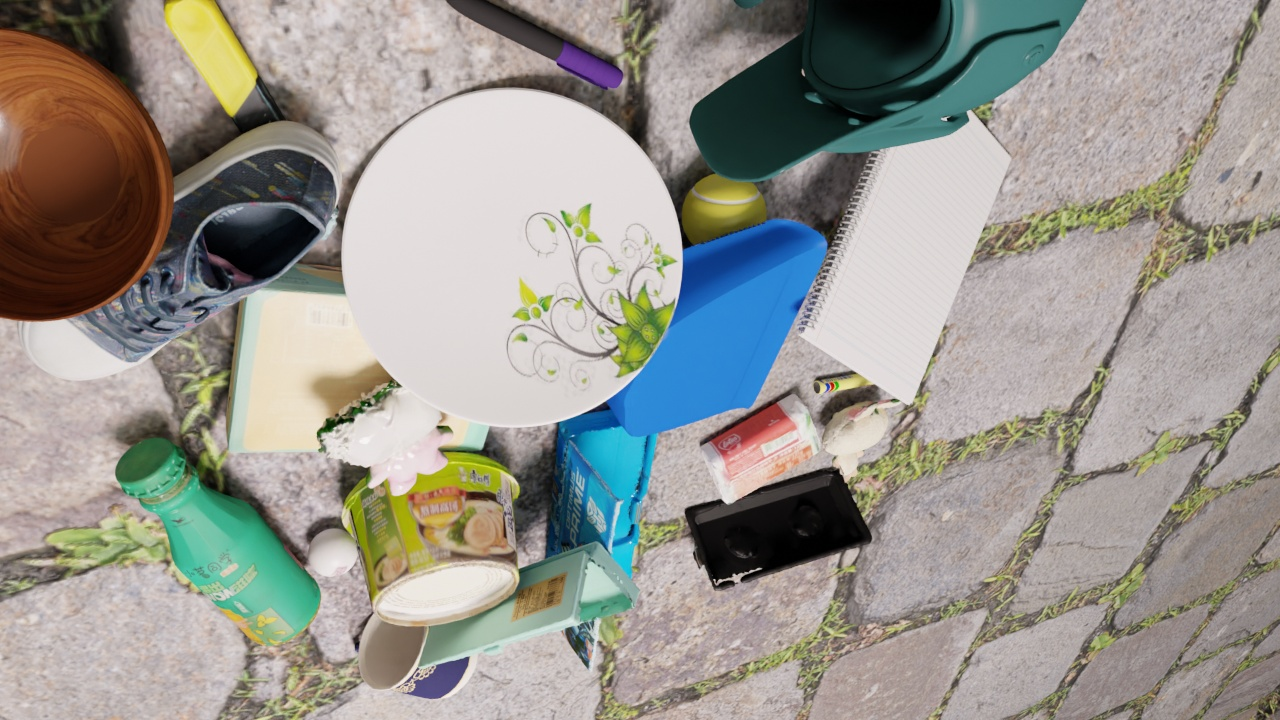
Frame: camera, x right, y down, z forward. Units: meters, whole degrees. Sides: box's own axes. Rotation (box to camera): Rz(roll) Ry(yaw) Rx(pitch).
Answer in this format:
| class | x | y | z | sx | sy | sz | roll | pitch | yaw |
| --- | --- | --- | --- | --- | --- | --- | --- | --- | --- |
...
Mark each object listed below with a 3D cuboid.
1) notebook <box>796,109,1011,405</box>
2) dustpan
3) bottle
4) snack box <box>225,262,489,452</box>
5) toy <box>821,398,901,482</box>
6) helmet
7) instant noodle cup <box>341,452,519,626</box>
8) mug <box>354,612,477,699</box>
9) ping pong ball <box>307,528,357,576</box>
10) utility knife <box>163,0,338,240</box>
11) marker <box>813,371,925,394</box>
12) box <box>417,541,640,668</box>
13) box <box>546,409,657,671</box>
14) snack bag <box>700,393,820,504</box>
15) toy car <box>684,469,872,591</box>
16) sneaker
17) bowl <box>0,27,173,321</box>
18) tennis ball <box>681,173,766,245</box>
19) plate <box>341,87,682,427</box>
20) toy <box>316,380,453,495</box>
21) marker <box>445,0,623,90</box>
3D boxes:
| class | x | y | z | sx | sy | sz | roll | pitch | yaw |
| --- | --- | --- | --- | --- | --- | --- | --- | --- | --- |
| notebook | 0.229 | -0.103 | 0.770 | 0.177 | 0.013 | 0.245 | 27 | 85 | -40 |
| dustpan | -0.004 | 0.004 | 0.725 | 0.257 | 0.059 | 0.246 | -22 | 153 | -22 |
| bottle | -0.322 | 0.141 | 0.706 | 0.068 | 0.068 | 0.210 | -25 | 134 | -8 |
| snack box | -0.195 | 0.004 | 0.678 | 0.193 | 0.044 | 0.142 | 2 | 126 | -30 |
| toy | 0.224 | 0.074 | 0.954 | 0.087 | 0.050 | 0.113 | -20 | 147 | -37 |
| helmet | 0.156 | -0.233 | 0.578 | 0.274 | 0.176 | 0.200 | -26 | 132 | -11 |
| instant noodle cup | -0.166 | 0.151 | 0.753 | 0.146 | 0.097 | 0.146 | -12 | 148 | -8 |
| mug | -0.215 | 0.279 | 0.879 | 0.112 | 0.085 | 0.089 | -13 | 147 | 32 |
| ping pong ball | -0.260 | 0.163 | 0.777 | 0.040 | 0.040 | 0.040 | -15 | 132 | -17 |
| utility knife | -0.229 | -0.141 | 0.558 | 0.029 | 0.020 | 0.173 | -21 | 133 | -1 |
| marker | 0.237 | 0.018 | 0.943 | 0.132 | 0.014 | 0.014 | -9 | 130 | -22 |
| box | -0.102 | 0.227 | 0.786 | 0.189 | 0.092 | 0.077 | -24 | 111 | 32 |
| box | -0.028 | 0.171 | 0.856 | 0.093 | 0.115 | 0.244 | -9 | 130 | -22 |
| snack bag | 0.121 | 0.090 | 0.925 | 0.116 | 0.036 | 0.077 | -30 | 135 | -4 |
| toy car | 0.143 | 0.192 | 0.999 | 0.191 | 0.094 | 0.071 | -13 | 152 | -19 |
| sneaker | -0.281 | -0.053 | 0.551 | 0.236 | 0.079 | 0.087 | -32 | 134 | 9 |
| bowl | -0.320 | -0.099 | 0.497 | 0.147 | 0.069 | 0.147 | -1 | 104 | -4 |
| tennis ball | 0.064 | -0.112 | 0.707 | 0.065 | 0.065 | 0.065 | -15 | 132 | -17 |
| plate | -0.086 | -0.069 | 0.637 | 0.229 | 0.030 | 0.229 | -1 | 99 | -8 |
| toy | -0.180 | 0.054 | 0.668 | 0.095 | 0.041 | 0.109 | -34 | 139 | -16 |
| marker | -0.067 | -0.207 | 0.595 | 0.133 | 0.015 | 0.018 | 15 | 146 | -36 |
